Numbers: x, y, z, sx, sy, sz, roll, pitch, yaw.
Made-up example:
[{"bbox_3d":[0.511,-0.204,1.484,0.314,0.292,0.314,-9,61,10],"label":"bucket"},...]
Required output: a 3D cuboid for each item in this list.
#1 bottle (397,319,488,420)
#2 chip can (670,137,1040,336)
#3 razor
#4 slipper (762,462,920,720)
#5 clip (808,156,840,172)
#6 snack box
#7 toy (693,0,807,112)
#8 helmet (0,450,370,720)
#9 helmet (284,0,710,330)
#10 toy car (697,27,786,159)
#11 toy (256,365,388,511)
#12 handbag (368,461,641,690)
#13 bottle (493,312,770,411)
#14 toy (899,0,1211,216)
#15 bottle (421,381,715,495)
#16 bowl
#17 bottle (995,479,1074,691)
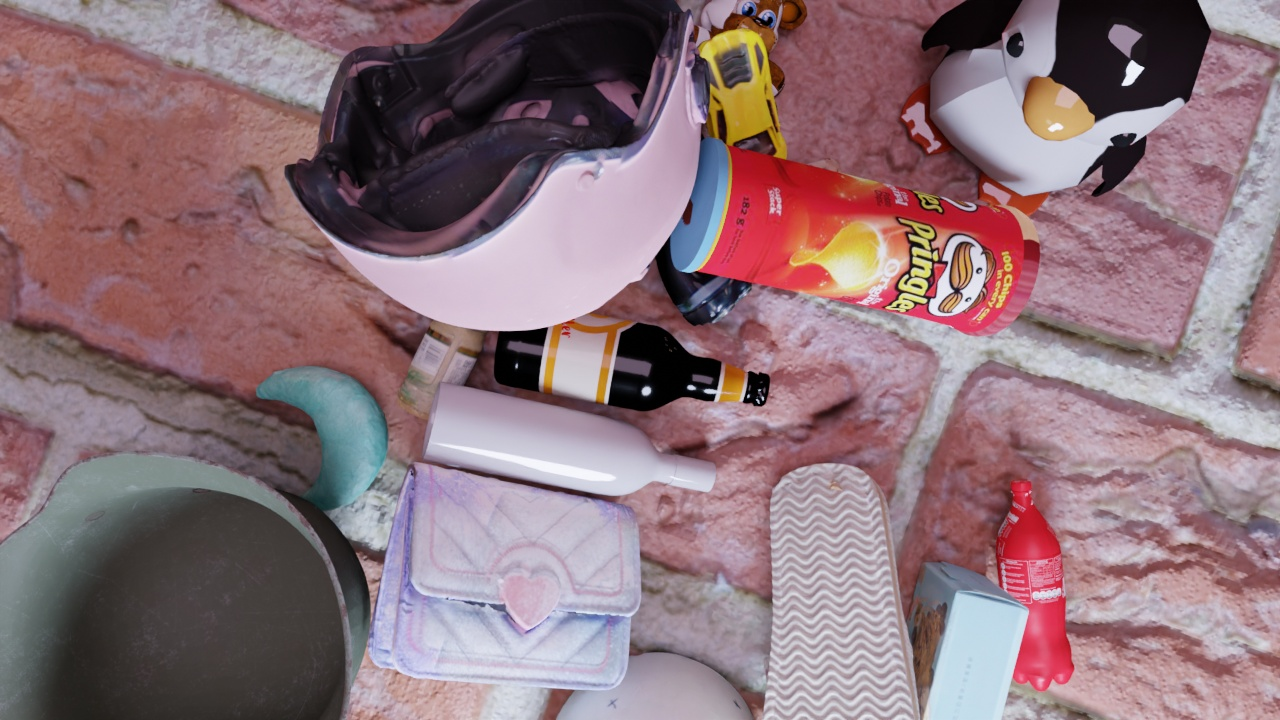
[{"bbox_3d":[-0.127,-0.012,0.629,0.043,0.043,0.111,27,93,0],"label":"bottle"},{"bbox_3d":[0.133,-0.075,0.575,0.213,0.087,0.087,10,92,-15],"label":"chip can"},{"bbox_3d":[0.041,-0.094,0.619,0.063,0.053,0.140,-5,91,-12],"label":"razor"},{"bbox_3d":[0.129,0.201,0.609,0.115,0.052,0.262,-8,74,31],"label":"slipper"},{"bbox_3d":[0.110,-0.122,0.634,0.061,0.049,0.026,-29,94,43],"label":"clip"},{"bbox_3d":[0.203,0.230,0.617,0.053,0.075,0.174,15,93,1],"label":"snack box"},{"bbox_3d":[0.066,-0.215,0.608,0.087,0.067,0.113,17,105,-23],"label":"toy"},{"bbox_3d":[-0.280,0.168,0.580,0.268,0.154,0.227,-10,87,6],"label":"helmet"},{"bbox_3d":[-0.063,-0.122,0.548,0.230,0.152,0.254,-6,50,21],"label":"helmet"},{"bbox_3d":[0.064,-0.154,0.577,0.049,0.030,0.107,-24,122,-5],"label":"toy car"},{"bbox_3d":[-0.217,0.050,0.639,0.085,0.033,0.105,-18,93,12],"label":"toy"},{"bbox_3d":[-0.081,0.140,0.584,0.158,0.069,0.126,16,71,-26],"label":"handbag"},{"bbox_3d":[-0.004,0.004,0.619,0.181,0.059,0.059,11,92,0],"label":"bottle"},{"bbox_3d":[0.262,-0.179,0.546,0.159,0.184,0.140,40,91,-1],"label":"toy"},{"bbox_3d":[-0.043,0.060,0.614,0.195,0.052,0.052,13,92,-16],"label":"bottle"},{"bbox_3d":[0.013,0.278,0.609,0.153,0.073,0.153,1,82,-4],"label":"bowl"},{"bbox_3d":[0.268,0.152,0.629,0.042,0.042,0.141,-7,92,1],"label":"bottle"}]
